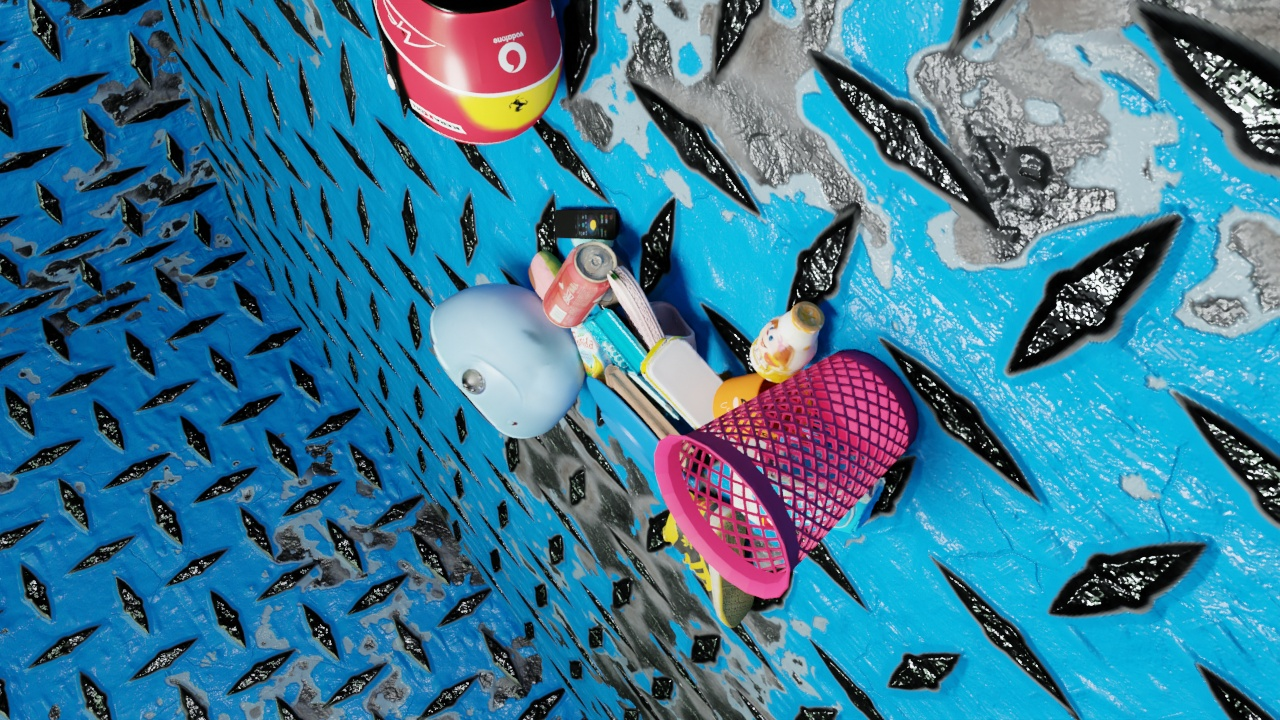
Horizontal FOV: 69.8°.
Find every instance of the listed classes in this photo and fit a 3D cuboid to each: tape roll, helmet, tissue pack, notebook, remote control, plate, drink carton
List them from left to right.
[{"bbox_3d":[-0.206,-0.378,1.076,0.271,0.197,0.225,56,155,23],"label":"helmet"},{"bbox_3d":[-0.194,-0.022,1.439,0.265,0.224,0.167,42,119,-11],"label":"helmet"},{"bbox_3d":[-0.074,-0.185,1.249,0.152,0.020,0.041,13,106,55],"label":"remote control"},{"bbox_3d":[-0.069,-0.009,1.413,0.044,0.038,0.129,13,131,43],"label":"drink carton"},{"bbox_3d":[-0.053,-0.117,1.261,0.094,0.030,0.094,36,155,20],"label":"tape roll"},{"bbox_3d":[-0.012,0.115,1.368,0.224,0.024,0.224,46,169,11],"label":"plate"},{"bbox_3d":[0.013,0.096,1.334,0.169,0.022,0.211,47,169,13],"label":"notebook"},{"bbox_3d":[0.149,0.167,1.249,0.060,0.025,0.139,37,150,35],"label":"remote control"},{"bbox_3d":[0.202,0.146,1.044,0.144,0.061,0.093,8,138,7],"label":"tissue pack"}]

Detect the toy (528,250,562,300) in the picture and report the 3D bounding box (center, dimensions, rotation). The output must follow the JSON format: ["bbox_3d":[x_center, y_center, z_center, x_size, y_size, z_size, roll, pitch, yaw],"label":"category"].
[{"bbox_3d":[-0.129,-0.112,1.392,0.110,0.051,0.090,54,158,5],"label":"toy"}]

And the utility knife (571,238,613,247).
[{"bbox_3d":[-0.070,-0.166,1.274,0.120,0.015,0.022,8,105,58],"label":"utility knife"}]

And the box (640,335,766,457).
[{"bbox_3d":[0.086,0.057,1.129,0.210,0.065,0.045,47,159,-23],"label":"box"}]

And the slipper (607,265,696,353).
[{"bbox_3d":[0.031,-0.037,1.172,0.094,0.064,0.239,53,174,44],"label":"slipper"}]

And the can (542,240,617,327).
[{"bbox_3d":[-0.080,-0.098,1.210,0.067,0.067,0.170,56,156,4],"label":"can"}]

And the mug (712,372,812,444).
[{"bbox_3d":[0.152,0.066,1.080,0.112,0.077,0.096,52,155,-11],"label":"mug"}]

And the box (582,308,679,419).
[{"bbox_3d":[-0.009,0.009,1.257,0.182,0.039,0.227,50,176,-5],"label":"box"}]

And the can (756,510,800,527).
[{"bbox_3d":[0.177,0.160,1.150,0.064,0.064,0.105,35,146,39],"label":"can"}]

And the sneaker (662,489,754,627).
[{"bbox_3d":[0.102,0.299,1.401,0.122,0.085,0.239,23,134,40],"label":"sneaker"}]

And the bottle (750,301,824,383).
[{"bbox_3d":[0.160,-0.021,0.982,0.063,0.063,0.109,51,153,14],"label":"bottle"}]

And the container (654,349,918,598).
[{"bbox_3d":[0.159,0.097,0.928,0.183,0.225,0.183,41,149,31],"label":"container"}]

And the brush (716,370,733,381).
[{"bbox_3d":[0.095,0.049,1.221,0.048,0.017,0.127,57,154,2],"label":"brush"}]
